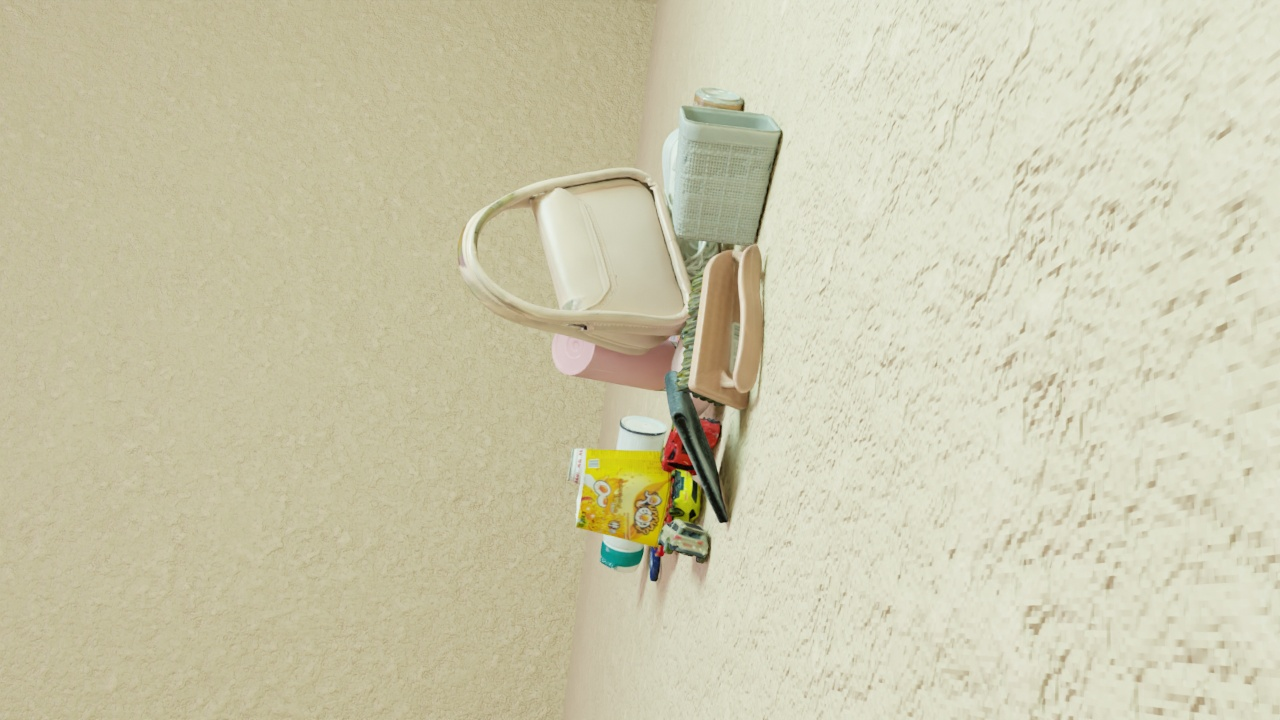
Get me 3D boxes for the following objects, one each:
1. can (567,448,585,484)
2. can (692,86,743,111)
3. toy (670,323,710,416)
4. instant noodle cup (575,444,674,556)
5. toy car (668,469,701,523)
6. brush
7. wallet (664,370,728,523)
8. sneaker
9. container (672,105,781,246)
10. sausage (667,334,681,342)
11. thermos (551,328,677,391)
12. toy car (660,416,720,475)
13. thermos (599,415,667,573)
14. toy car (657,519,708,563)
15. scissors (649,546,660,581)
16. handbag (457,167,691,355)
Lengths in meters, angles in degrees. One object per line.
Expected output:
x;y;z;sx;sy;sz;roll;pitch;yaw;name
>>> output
-0.040;0.164;1.365;0.053;0.132;0.053;-174;92;-85;can
0.084;-0.266;1.108;0.058;0.058;0.116;-90;9;-59;can
0.067;-0.011;0.937;0.160;0.054;0.121;117;166;-51;toy
-0.012;0.161;1.100;0.116;0.123;0.116;-98;17;-71;instant noodle cup
0.048;0.152;0.976;0.105;0.032;0.048;84;-170;-60;toy car
0.078;-0.033;0.816;0.073;0.063;0.145;-20;55;51;brush
0.051;0.078;0.836;0.097;0.019;0.121;-92;-21;-68;wallet
0.064;-0.132;1.023;0.090;0.089;0.243;-133;41;-55;sneaker
0.077;-0.178;0.887;0.090;0.090;0.114;-91;7;-65;container
0.049;-0.027;1.212;0.156;0.020;0.020;165;114;-73;sausage
-0.006;0.006;1.045;0.067;0.198;0.087;-38;59;28;thermos
0.050;0.093;0.949;0.106;0.049;0.031;107;172;-54;toy car
-0.011;0.194;1.303;0.073;0.073;0.224;-98;16;-73;thermos
0.044;0.178;0.919;0.090;0.042;0.035;145;142;-82;toy car
0.023;0.228;1.247;0.163;0.012;0.174;102;175;-47;scissors
-0.072;-0.102;0.937;0.094;0.233;0.193;-43;59;49;handbag
